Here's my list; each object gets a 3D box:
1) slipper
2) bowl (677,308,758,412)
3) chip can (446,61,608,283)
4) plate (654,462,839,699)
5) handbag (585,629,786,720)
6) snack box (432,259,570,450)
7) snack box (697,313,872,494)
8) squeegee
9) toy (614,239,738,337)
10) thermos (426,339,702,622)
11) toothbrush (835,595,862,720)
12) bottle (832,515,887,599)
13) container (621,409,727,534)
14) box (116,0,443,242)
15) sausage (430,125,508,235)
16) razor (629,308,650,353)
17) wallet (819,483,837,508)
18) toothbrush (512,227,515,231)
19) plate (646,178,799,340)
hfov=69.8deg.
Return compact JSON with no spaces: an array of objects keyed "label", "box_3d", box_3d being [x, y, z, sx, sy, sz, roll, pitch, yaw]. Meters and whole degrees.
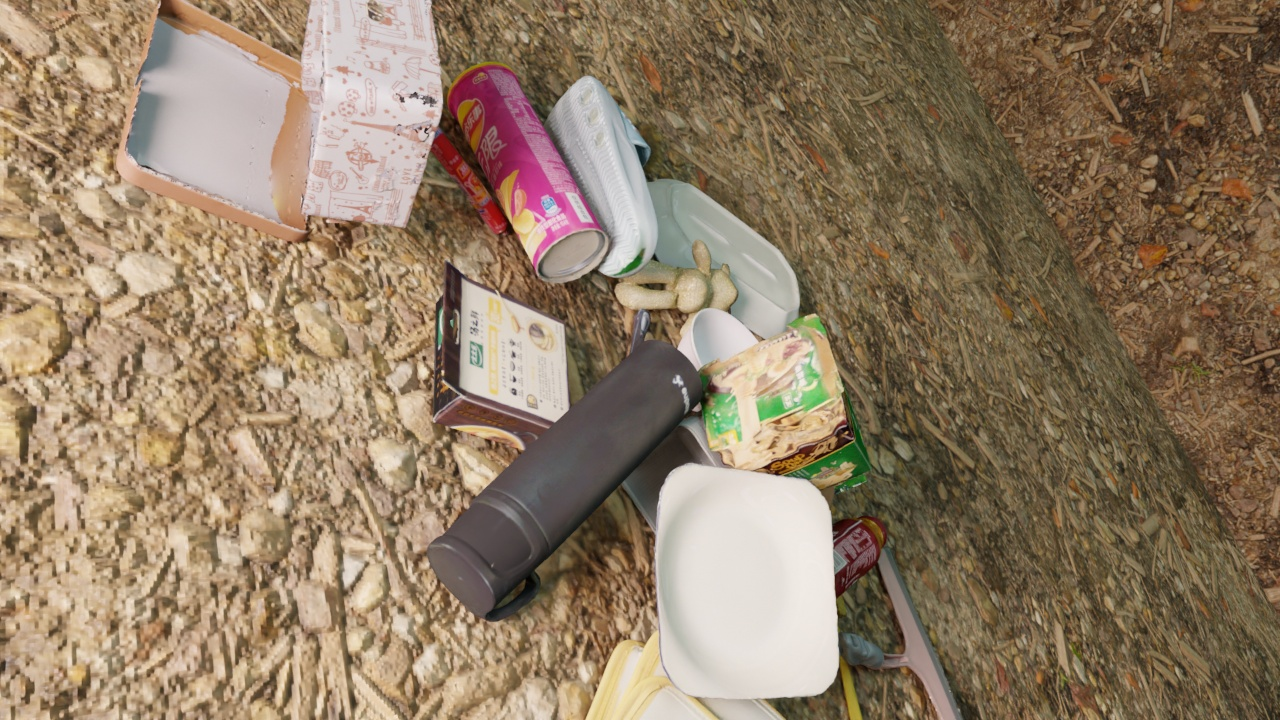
[{"label":"slipper","box_3d":[-0.030,-0.178,0.880,0.074,0.104,0.245,9,46,-38]},{"label":"bowl","box_3d":[0.072,0.015,0.903,0.118,0.065,0.118,29,43,-31]},{"label":"chip can","box_3d":[-0.104,-0.171,0.826,0.071,0.072,0.210,1,52,-49]},{"label":"plate","box_3d":[0.074,0.163,0.677,0.164,0.034,0.163,12,68,-30]},{"label":"handbag","box_3d":[0.031,0.294,0.631,0.163,0.063,0.178,44,40,-11]},{"label":"snack box","box_3d":[-0.113,0.000,0.711,0.125,0.053,0.113,23,46,-36]},{"label":"snack box","box_3d":[0.127,0.051,0.760,0.105,0.118,0.117,43,29,-44]},{"label":"squeegee","box_3d":[0.227,0.278,0.866,0.249,0.040,0.247,30,36,-52]},{"label":"toy","box_3d":[0.040,-0.074,0.953,0.157,0.066,0.105,2,93,-44]},{"label":"thermos","box_3d":[-0.046,0.085,0.670,0.241,0.068,0.090,-43,136,-37]},{"label":"toothbrush","box_3d":[0.197,0.305,0.845,0.015,0.017,0.189,24,45,-36]},{"label":"bottle","box_3d":[0.191,0.194,0.896,0.174,0.058,0.057,-14,72,-53]},{"label":"container","box_3d":[0.056,0.091,0.802,0.090,0.090,0.114,56,32,2]},{"label":"box","box_3d":[-0.258,-0.201,0.651,0.192,0.157,0.182,5,53,-27]},{"label":"sausage","box_3d":[-0.151,-0.157,0.779,0.156,0.020,0.020,55,24,-50]},{"label":"razor","box_3d":[-0.005,0.005,0.859,0.042,0.022,0.142,37,40,-31]},{"label":"wallet","box_3d":[0.147,0.116,0.917,0.101,0.020,0.115,32,32,8]},{"label":"toothbrush","box_3d":[-0.046,-0.104,0.907,0.191,0.016,0.018,15,33,-41]},{"label":"plate","box_3d":[0.103,-0.125,1.083,0.265,0.034,0.161,32,40,-28]}]
